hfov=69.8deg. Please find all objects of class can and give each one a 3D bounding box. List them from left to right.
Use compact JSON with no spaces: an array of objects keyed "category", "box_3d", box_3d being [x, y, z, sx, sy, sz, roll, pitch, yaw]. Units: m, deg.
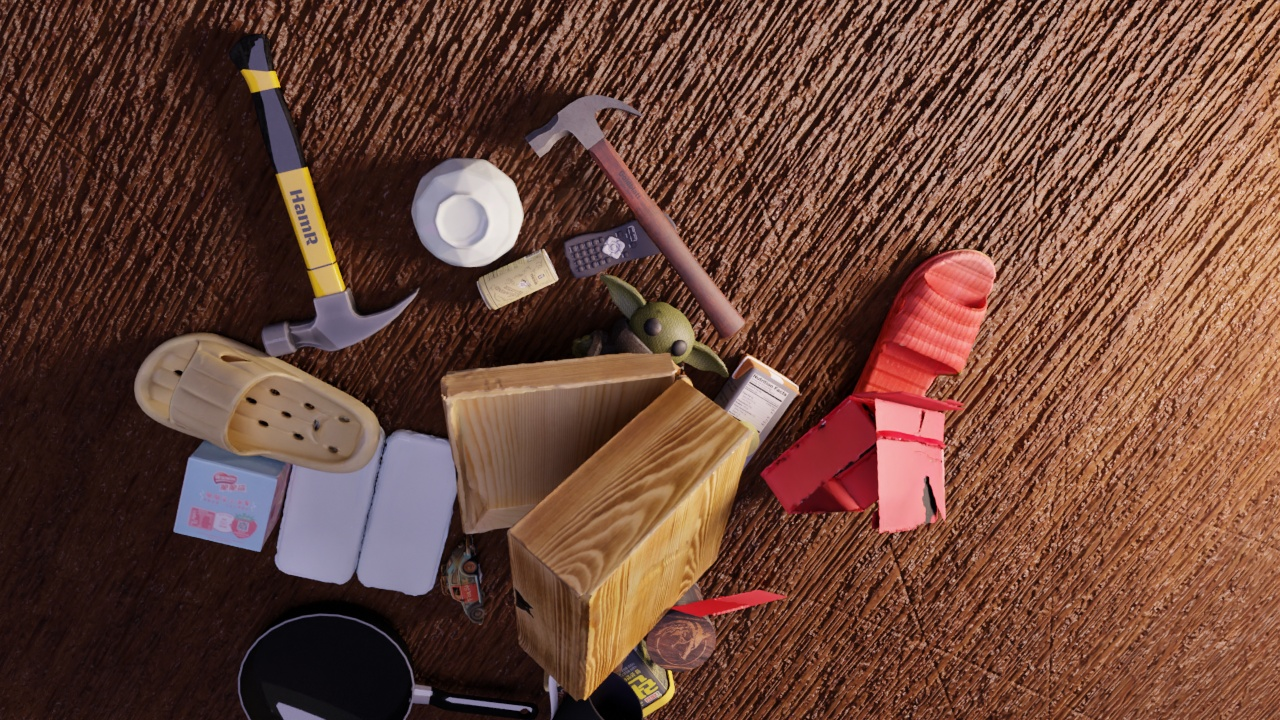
[{"category":"can","box_3d":[-0.132,-0.087,0.985,0.079,0.038,0.038,-25,109,2]},{"category":"can","box_3d":[-0.041,0.393,1.134,0.131,0.072,0.101,-34,105,5]}]

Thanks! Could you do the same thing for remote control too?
[{"category":"remote control","box_3d":[-0.021,-0.127,0.999,0.124,0.009,0.046,-17,109,0]}]

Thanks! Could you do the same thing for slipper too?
[{"category":"slipper","box_3d":[-0.404,0.047,0.963,0.261,0.079,0.111,21,86,-6]},{"category":"slipper","box_3d":[0.322,-0.013,1.046,0.103,0.059,0.249,25,105,-13]}]

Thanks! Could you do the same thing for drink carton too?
[{"category":"drink carton","box_3d":[0.117,0.063,1.054,0.076,0.048,0.125,30,102,-14]}]

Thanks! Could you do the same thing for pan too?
[{"category":"pan","box_3d":[-0.302,0.399,1.122,0.355,0.044,0.204,10,106,-9]}]

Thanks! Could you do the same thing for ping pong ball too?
[{"category":"ping pong ball","box_3d":[0.111,0.087,1.012,0.040,0.040,0.040,-2,108,-6]}]

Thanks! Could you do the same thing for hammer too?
[{"category":"hammer","box_3d":[-0.345,-0.167,0.943,0.170,0.034,0.325,-14,107,-3]},{"category":"hammer","box_3d":[0.015,-0.147,0.976,0.111,0.028,0.300,-37,104,3]}]

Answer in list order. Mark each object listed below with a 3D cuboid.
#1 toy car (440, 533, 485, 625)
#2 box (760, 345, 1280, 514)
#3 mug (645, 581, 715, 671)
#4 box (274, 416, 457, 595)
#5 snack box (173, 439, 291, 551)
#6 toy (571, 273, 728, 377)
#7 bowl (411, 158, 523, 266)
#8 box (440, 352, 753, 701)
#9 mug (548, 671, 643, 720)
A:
[{"category":"toy car","box_3d":[-0.211,0.260,1.084,0.047,0.047,0.112,-8,108,-6]},{"category":"box","box_3d":[0.364,0.059,0.905,0.469,0.214,0.138,-26,69,29]},{"category":"mug","box_3d":[0.037,0.321,1.098,0.080,0.107,0.116,8,107,-9]},{"category":"box","box_3d":[-0.311,0.169,1.053,0.190,0.037,0.209,16,105,-8]},{"category":"snack box","box_3d":[-0.442,0.141,1.005,0.093,0.079,0.095,16,107,-11]},{"category":"toy","box_3d":[-0.005,0.005,1.007,0.179,0.078,0.153,38,100,-13]},{"category":"bowl","box_3d":[-0.181,-0.148,0.948,0.117,0.061,0.117,-1,108,-5]},{"category":"box","box_3d":[-0.055,0.128,0.947,0.268,0.264,0.280,-38,153,-28]},{"category":"mug","box_3d":[-0.070,0.409,1.066,0.119,0.084,0.100,48,112,18]}]
